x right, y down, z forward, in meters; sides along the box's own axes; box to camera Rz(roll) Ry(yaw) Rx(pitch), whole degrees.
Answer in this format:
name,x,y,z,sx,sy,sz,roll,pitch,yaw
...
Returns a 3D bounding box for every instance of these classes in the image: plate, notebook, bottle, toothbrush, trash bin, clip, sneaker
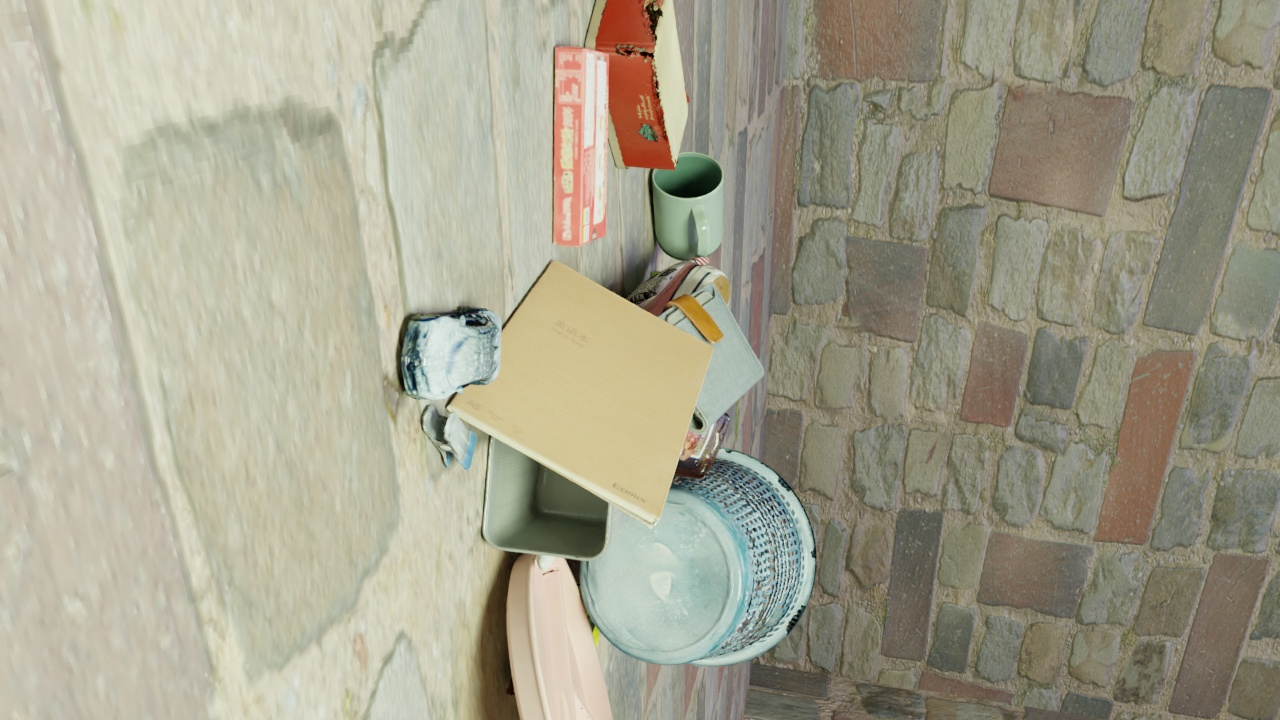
name,x,y,z,sx,sy,sz,roll,pitch,yaw
plate,-0.058,0.252,0.704,0.229,0.028,0.229,-13,88,-87
notebook,-0.031,0.012,0.654,0.012,0.149,0.210,-58,-175,35
bottle,-0.005,0.039,0.774,0.194,0.044,0.080,30,82,-40
toothbrush,-0.064,0.137,0.738,0.191,0.018,0.016,-68,139,-87
trash bin,0.042,0.192,0.868,0.195,0.227,0.226,19,76,-71
clip,-0.116,0.046,0.555,0.058,0.036,0.025,79,22,-63
sneaker,-0.005,0.005,0.881,0.240,0.088,0.118,-60,148,-12

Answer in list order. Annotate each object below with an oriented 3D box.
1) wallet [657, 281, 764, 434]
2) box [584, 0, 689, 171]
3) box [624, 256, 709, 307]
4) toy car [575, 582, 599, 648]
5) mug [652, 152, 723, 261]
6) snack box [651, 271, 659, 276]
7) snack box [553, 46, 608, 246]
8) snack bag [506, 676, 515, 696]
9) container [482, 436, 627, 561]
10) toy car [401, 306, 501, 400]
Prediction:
name,x,y,z,sx,sy,sz,roll,pitch,yaw
wallet,0.057,-0.008,0.795,0.106,0.037,0.129,61,35,-4
box,0.009,-0.257,0.847,0.168,0.078,0.091,71,28,-62
box,0.035,-0.066,1.001,0.161,0.076,0.087,-33,160,-56
toy car,-0.058,0.254,0.860,0.048,0.032,0.105,-64,154,-57
mug,0.060,-0.166,1.067,0.106,0.082,0.111,86,-10,-50
snack box,0.016,-0.022,1.089,0.086,0.026,0.156,80,20,-50
snack box,-0.048,-0.173,0.747,0.075,0.025,0.153,-50,143,-70
snack bag,-0.086,0.255,0.746,0.105,0.026,0.045,69,32,-61
container,-0.054,0.090,0.686,0.114,0.090,0.090,1,95,-80
toy car,-0.107,-0.005,0.541,0.105,0.031,0.049,-25,117,-74
